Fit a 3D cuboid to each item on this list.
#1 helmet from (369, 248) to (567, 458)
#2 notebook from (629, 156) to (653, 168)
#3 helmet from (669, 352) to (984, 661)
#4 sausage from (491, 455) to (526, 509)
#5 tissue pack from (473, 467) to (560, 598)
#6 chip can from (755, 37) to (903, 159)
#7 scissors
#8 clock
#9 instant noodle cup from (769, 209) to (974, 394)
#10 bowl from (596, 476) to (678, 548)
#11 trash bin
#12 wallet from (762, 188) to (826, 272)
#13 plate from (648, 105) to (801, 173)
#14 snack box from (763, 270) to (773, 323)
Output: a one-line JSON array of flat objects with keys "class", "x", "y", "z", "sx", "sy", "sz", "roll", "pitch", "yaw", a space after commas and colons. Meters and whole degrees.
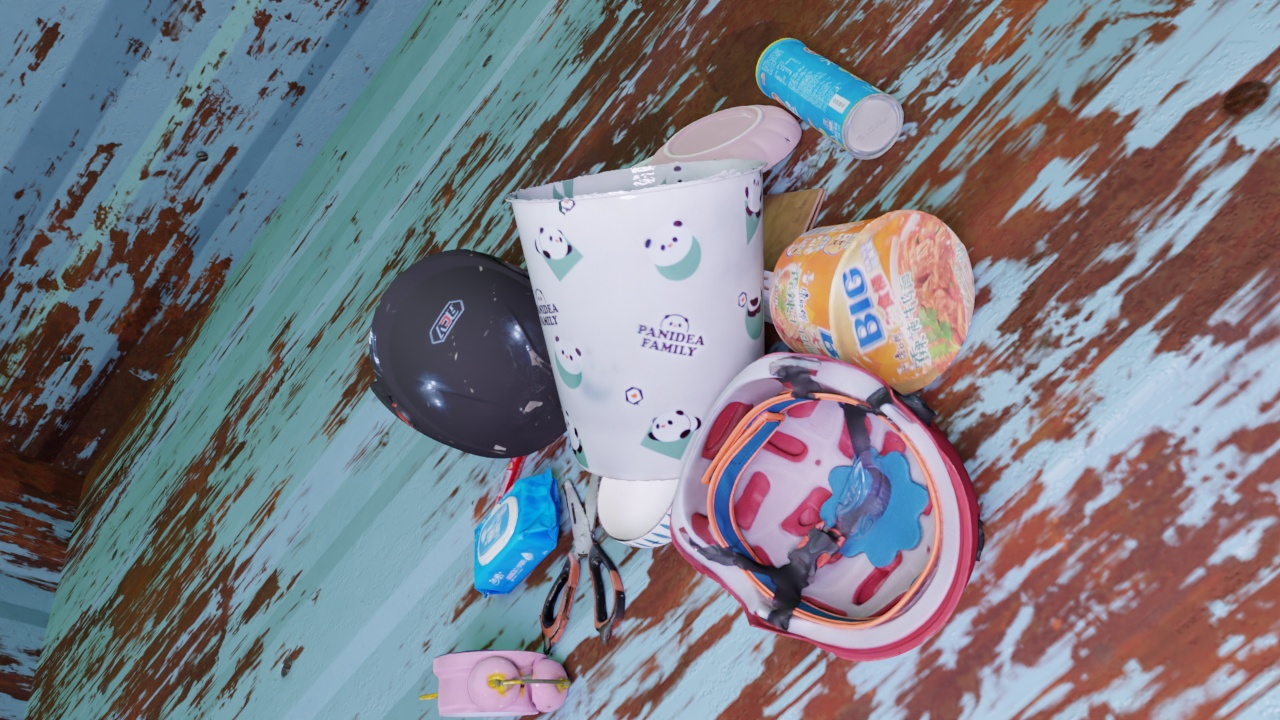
[{"class": "helmet", "x": -0.193, "y": -0.005, "z": 1.111, "sx": 0.230, "sy": 0.275, "sz": 0.233, "roll": 29, "pitch": 80, "yaw": 28}, {"class": "notebook", "x": 0.050, "y": -0.226, "z": 1.114, "sx": 0.150, "sy": 0.012, "sz": 0.209, "roll": -28, "pitch": 29, "yaw": -7}, {"class": "helmet", "x": 0.158, "y": 0.110, "z": 0.701, "sx": 0.240, "sy": 0.143, "sz": 0.207, "roll": 35, "pitch": 107, "yaw": 36}, {"class": "sausage", "x": -0.170, "y": 0.165, "z": 1.164, "sx": 0.020, "sy": 0.020, "sz": 0.155, "roll": -3, "pitch": 62, "yaw": 50}, {"class": "tissue pack", "x": -0.146, "y": 0.199, "z": 1.065, "sx": 0.157, "sy": 0.052, "sz": 0.094, "roll": -48, "pitch": 33, "yaw": 30}, {"class": "chip can", "x": 0.202, "y": -0.290, "z": 1.006, "sx": 0.071, "sy": 0.071, "sz": 0.210, "roll": -49, "pitch": 37, "yaw": 14}, {"class": "scissors", "x": -0.063, "y": 0.217, "z": 0.997, "sx": 0.189, "sy": 0.015, "sz": 0.224, "roll": 13, "pitch": 76, "yaw": 54}, {"class": "clock", "x": -0.141, "y": 0.327, "z": 0.926, "sx": 0.159, "sy": 0.117, "sz": 0.059, "roll": -26, "pitch": 56, "yaw": 41}, {"class": "instant noodle cup", "x": 0.190, "y": -0.054, "z": 0.787, "sx": 0.151, "sy": 0.151, "sz": 0.111, "roll": -62, "pitch": 27, "yaw": -5}, {"class": "bowl", "x": 0.018, "y": 0.134, "z": 0.915, "sx": 0.117, "sy": 0.066, "sz": 0.116, "roll": -30, "pitch": 45, "yaw": 34}, {"class": "trash bin", "x": 0.011, "y": -0.041, "z": 0.831, "sx": 0.230, "sy": 0.229, "sz": 0.252, "roll": 14, "pitch": 117, "yaw": 54}, {"class": "wallet", "x": 0.145, "y": -0.137, "z": 1.007, "sx": 0.101, "sy": 0.020, "sz": 0.115, "roll": 2, "pitch": 64, "yaw": 50}, {"class": "plate", "x": 0.090, "y": -0.251, "z": 1.068, "sx": 0.193, "sy": 0.039, "sz": 0.192, "roll": -20, "pitch": 30, "yaw": 12}, {"class": "snack box", "x": 0.116, "y": -0.067, "z": 0.931, "sx": 0.157, "sy": 0.084, "sz": 0.027, "roll": 24, "pitch": 82, "yaw": 54}]
